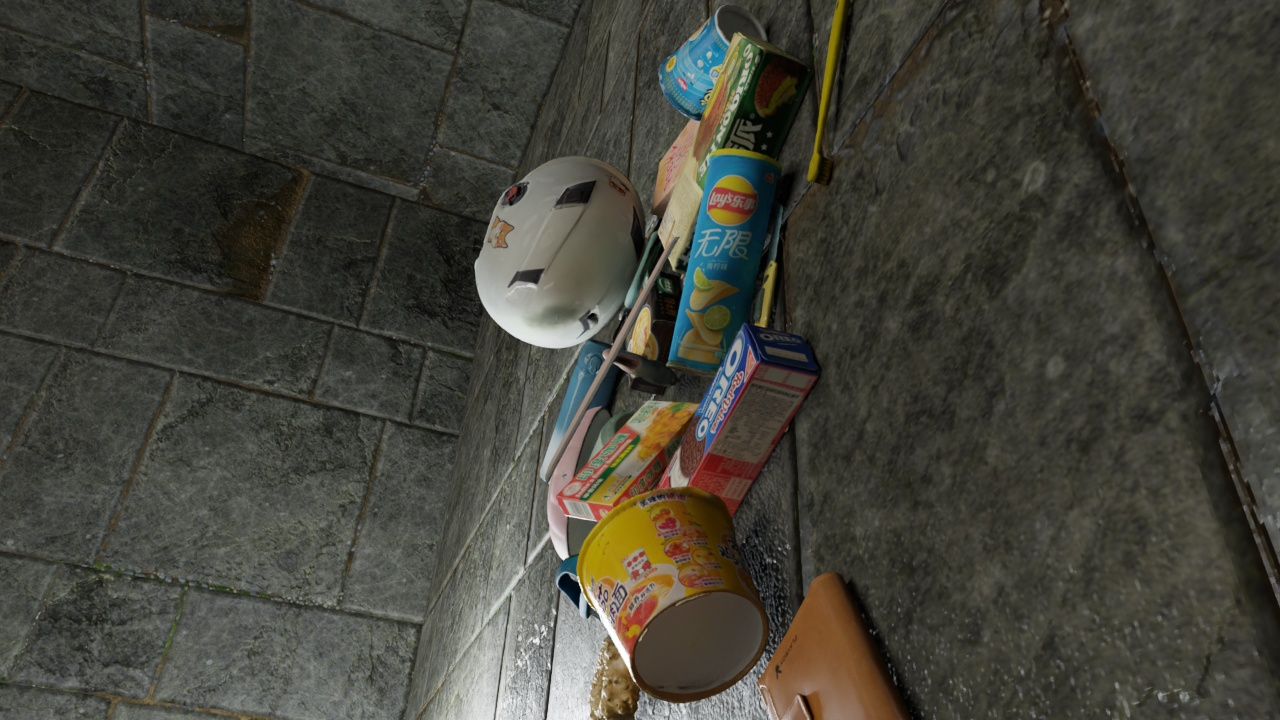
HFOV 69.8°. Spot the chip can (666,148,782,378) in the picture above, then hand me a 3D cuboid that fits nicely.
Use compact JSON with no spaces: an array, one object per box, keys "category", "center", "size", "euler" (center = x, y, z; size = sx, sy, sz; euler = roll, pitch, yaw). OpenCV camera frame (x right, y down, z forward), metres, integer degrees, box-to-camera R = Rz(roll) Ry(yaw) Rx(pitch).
[{"category":"chip can","center":[0.079,-0.089,0.874],"size":[0.071,0.071,0.210],"euler":[-179,102,-74]}]

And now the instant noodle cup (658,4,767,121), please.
[{"category":"instant noodle cup","center":[0.090,-0.350,1.068],"size":[0.110,0.099,0.099],"euler":[-39,38,53]}]

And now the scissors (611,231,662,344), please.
[{"category":"scissors","center":[-0.005,-0.087,1.200],"size":[0.180,0.019,0.170],"euler":[-61,-8,-83]}]

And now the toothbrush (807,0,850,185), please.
[{"category":"toothbrush","center":[0.170,-0.241,0.814],"size":[0.016,0.016,0.189],"euler":[144,140,-68]}]

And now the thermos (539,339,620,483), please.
[{"category":"thermos","center":[-0.084,0.076,1.314],"size":[0.070,0.070,0.221],"euler":[-117,44,-68]}]

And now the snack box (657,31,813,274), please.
[{"category":"snack box","center":[0.092,-0.213,0.968],"size":[0.114,0.063,0.240],"euler":[-106,34,-61]}]

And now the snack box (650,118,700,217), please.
[{"category":"snack box","center":[0.056,-0.257,1.204],"size":[0.158,0.026,0.084],"euler":[140,142,-64]}]

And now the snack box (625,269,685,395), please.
[{"category":"snack box","center":[0.023,-0.042,1.090],"size":[0.113,0.053,0.126],"euler":[-97,21,-53]}]

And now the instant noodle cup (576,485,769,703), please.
[{"category":"instant noodle cup","center":[0.029,0.184,0.708],"size":[0.109,0.138,0.138],"euler":[-122,49,-59]}]

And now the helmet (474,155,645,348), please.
[{"category":"helmet","center":[-0.098,-0.131,1.245],"size":[0.274,0.230,0.156],"euler":[-52,26,12]}]

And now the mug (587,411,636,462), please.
[{"category":"mug","center":[-0.024,0.118,0.979],"size":[0.082,0.111,0.107],"euler":[46,136,24]}]

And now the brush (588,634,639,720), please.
[{"category":"brush","center":[-0.003,0.249,0.934],"size":[0.083,0.046,0.254],"euler":[155,132,-75]}]

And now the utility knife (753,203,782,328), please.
[{"category":"utility knife","center":[0.114,-0.049,0.841],"size":[0.031,0.022,0.212],"euler":[150,137,-70]}]

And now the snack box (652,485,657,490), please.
[{"category":"snack box","center":[0.012,0.176,0.867],"size":[0.153,0.075,0.026],"euler":[-93,23,-48]}]

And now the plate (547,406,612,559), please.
[{"category":"plate","center":[-0.074,0.148,1.102],"size":[0.192,0.039,0.192],"euler":[9,-91,-78]}]

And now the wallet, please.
[{"category":"wallet","center":[0.115,0.211,0.561],"size":[0.131,0.031,0.108],"euler":[-104,34,-63]}]

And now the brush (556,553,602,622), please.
[{"category":"brush","center":[-0.055,0.241,0.990],"size":[0.144,0.073,0.055],"euler":[99,-170,-61]}]

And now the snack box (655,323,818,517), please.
[{"category":"snack box","center":[0.077,0.066,0.778],"size":[0.057,0.058,0.208],"euler":[-100,29,-51]}]

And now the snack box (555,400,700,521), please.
[{"category":"snack box","center":[-0.004,0.094,0.883],"size":[0.077,0.027,0.155],"euler":[0,34,44]}]

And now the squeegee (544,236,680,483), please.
[{"category":"squeegee","center":[-0.006,0.005,0.928],"size":[0.247,0.040,0.249],"euler":[-62,-17,2]}]
